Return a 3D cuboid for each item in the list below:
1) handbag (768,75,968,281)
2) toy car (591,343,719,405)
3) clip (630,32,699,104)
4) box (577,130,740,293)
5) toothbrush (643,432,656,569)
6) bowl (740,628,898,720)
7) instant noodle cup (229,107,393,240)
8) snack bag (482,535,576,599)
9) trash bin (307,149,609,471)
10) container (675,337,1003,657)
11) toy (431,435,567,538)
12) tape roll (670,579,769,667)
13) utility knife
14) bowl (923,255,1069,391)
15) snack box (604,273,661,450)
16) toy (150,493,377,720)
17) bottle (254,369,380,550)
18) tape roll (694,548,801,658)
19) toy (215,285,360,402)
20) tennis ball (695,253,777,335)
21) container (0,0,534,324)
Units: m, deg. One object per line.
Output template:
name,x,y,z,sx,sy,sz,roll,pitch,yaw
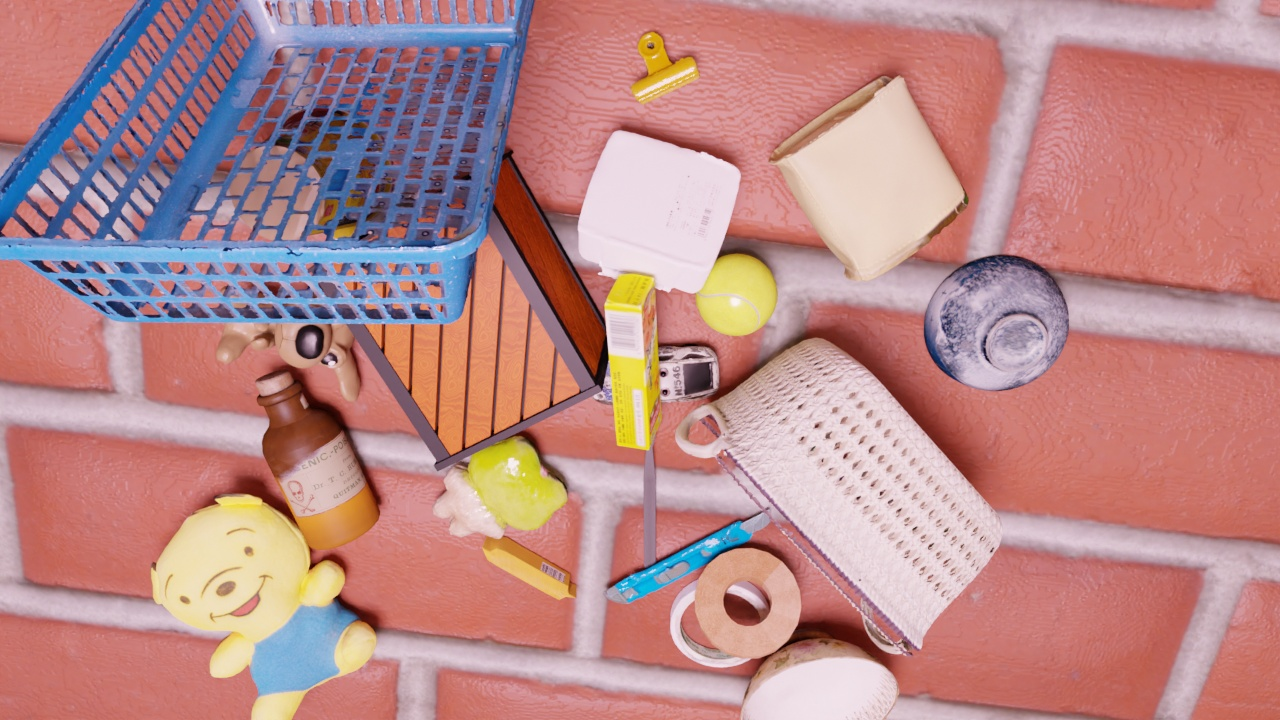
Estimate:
handbag,0.175,-0.136,0.694,0.111,0.081,0.119,-35,103,6
toy car,0.010,0.014,0.773,0.113,0.040,0.048,-4,109,5
clip,0.015,-0.222,0.698,0.054,0.046,0.047,-23,142,11
box,0.012,-0.103,0.713,0.107,0.095,0.102,17,74,3
toothbrush,0.008,0.118,0.826,0.013,0.013,0.167,0,111,2
bowl,0.157,0.295,0.845,0.145,0.063,0.145,-5,126,-7
instant noodle cup,-0.252,-0.137,0.692,0.100,0.112,0.100,1,110,3
snack bag,-0.103,0.193,0.851,0.099,0.026,0.020,31,108,-10
trash bin,-0.126,-0.043,0.705,0.140,0.139,0.172,-26,107,11
container,0.163,0.100,0.731,0.143,0.184,0.251,-43,104,3
toy,-0.130,0.119,0.817,0.118,0.043,0.092,-30,108,16
tape roll,0.075,0.246,0.866,0.094,0.018,0.094,1,110,2
utility knife,0.045,0.182,0.843,0.175,0.015,0.031,-32,123,8
bowl,0.292,-0.022,0.736,0.114,0.060,0.114,1,111,3
snack box,-0.004,0.004,0.714,0.029,0.040,0.148,8,131,14
toy,-0.348,0.222,0.843,0.149,0.084,0.214,-36,105,-5
bottle,-0.287,0.082,0.797,0.068,0.067,0.157,-16,108,8
tape roll,0.095,0.217,0.820,0.094,0.027,0.093,-2,68,4
toy,-0.281,-0.030,0.746,0.108,0.105,0.134,7,106,-12
tennis ball,0.077,-0.052,0.732,0.065,0.065,0.065,1,110,2
container,-0.195,-0.161,0.578,0.257,0.361,0.089,1,140,3
